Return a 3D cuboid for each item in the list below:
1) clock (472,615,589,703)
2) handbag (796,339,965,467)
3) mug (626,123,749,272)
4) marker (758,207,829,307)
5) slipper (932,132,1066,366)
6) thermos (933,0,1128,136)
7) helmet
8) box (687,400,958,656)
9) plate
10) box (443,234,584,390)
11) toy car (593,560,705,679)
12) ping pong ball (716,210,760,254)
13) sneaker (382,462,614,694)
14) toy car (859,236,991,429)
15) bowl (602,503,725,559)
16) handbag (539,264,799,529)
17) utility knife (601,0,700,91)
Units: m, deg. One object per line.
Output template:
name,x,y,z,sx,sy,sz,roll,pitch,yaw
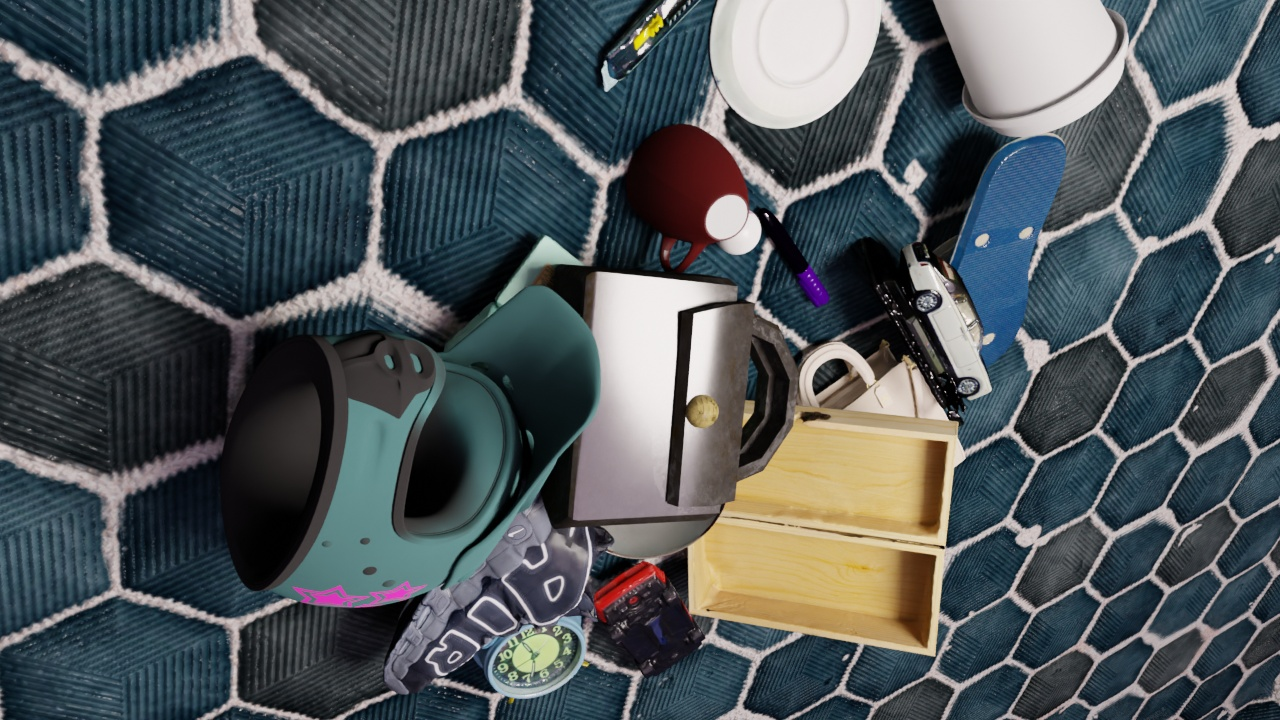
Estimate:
clock,-0.115,0.266,0.908,0.118,0.060,0.162,-26,125,-9
handbag,0.213,0.068,0.940,0.194,0.101,0.198,-34,118,-4
mug,0.042,-0.116,0.719,0.087,0.088,0.114,3,119,-30
marker,0.139,-0.092,0.834,0.134,0.015,0.018,46,68,-40
slipper,0.335,-0.100,0.906,0.118,0.060,0.295,-17,137,-14
thermos,0.282,-0.294,0.716,0.131,0.131,0.222,-43,123,3
helmet,-0.160,0.064,0.652,0.199,0.176,0.276,1,144,-42
box,0.166,0.157,0.885,0.247,0.067,0.254,5,122,17
plate,0.126,-0.258,0.719,0.156,0.014,0.157,-13,126,-20
box,-0.048,0.003,0.747,0.187,0.052,0.139,36,111,-24
toy car,0.012,0.281,0.988,0.081,0.056,0.189,-32,136,-5
ping pong ball,0.082,-0.110,0.776,0.040,0.040,0.040,-14,126,-20
sneaker,-0.115,0.212,0.812,0.151,0.097,0.253,33,107,-15
toy car,0.281,-0.036,0.863,0.071,0.094,0.192,-24,119,21
bowl,0.004,0.108,0.856,0.150,0.056,0.151,-2,114,-5
handbag,0.034,0.032,0.710,0.199,0.102,0.197,0,100,-23
utility knife,0.030,-0.263,0.662,0.173,0.020,0.028,-46,128,7
